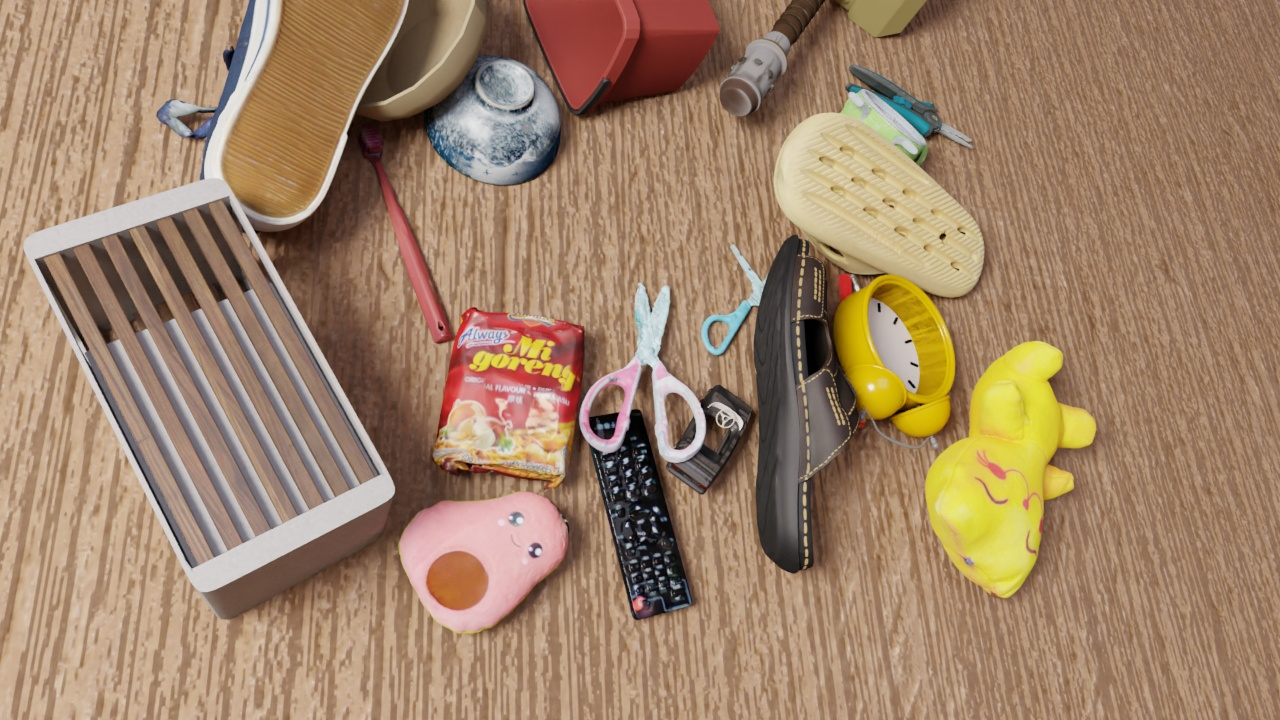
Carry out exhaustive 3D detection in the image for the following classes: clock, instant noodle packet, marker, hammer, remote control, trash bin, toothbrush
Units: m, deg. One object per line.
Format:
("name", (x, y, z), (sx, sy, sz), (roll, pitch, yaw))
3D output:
("clock", (0.225, -0.214, 0.862), (0.094, 0.043, 0.119), (45, 28, 6))
("instant noodle packet", (-0.094, 0.026, 0.670), (0.098, 0.040, 0.135), (9, 66, -8))
("marker", (0.183, -0.010, 0.795), (0.012, 0.013, 0.142), (6, 67, -17))
("hammer", (0.161, -0.343, 0.877), (0.190, 0.101, 0.323), (35, 61, -3))
("clock", (0.213, 0.000, 0.770), (0.113, 0.052, 0.151), (20, 60, -30))
("remote control", (-0.004, 0.111, 0.675), (0.047, 0.022, 0.150), (-8, 73, -23))
("trash bin", (-0.260, 0.025, 0.567), (0.114, 0.115, 0.229), (-27, 79, -27))
("toothbrush", (-0.182, -0.100, 0.703), (0.016, 0.017, 0.189), (-16, 74, -25))

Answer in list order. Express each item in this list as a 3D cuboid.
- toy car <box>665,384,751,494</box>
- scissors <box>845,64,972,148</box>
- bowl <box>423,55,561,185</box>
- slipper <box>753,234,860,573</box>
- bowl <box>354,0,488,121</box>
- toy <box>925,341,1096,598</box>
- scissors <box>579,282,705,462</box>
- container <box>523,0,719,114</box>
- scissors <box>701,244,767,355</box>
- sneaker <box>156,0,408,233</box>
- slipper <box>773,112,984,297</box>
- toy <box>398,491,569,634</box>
("toy car", (0.055, 0.058, 0.701), (0.040, 0.037, 0.092), (36, 49, -1))
("scissors", (0.265, -0.249, 0.919), (0.141, 0.019, 0.127), (-14, 68, -31))
("bowl", (-0.114, -0.206, 0.747), (0.114, 0.061, 0.114), (7, 67, -18))
("slipper", (0.130, 0.027, 0.705), (0.075, 0.113, 0.267), (4, 72, -5))
("bowl", (-0.180, -0.251, 0.720), (0.152, 0.050, 0.152), (-9, 68, 22))
("toy", (0.291, 0.081, 0.751), (0.134, 0.088, 0.193), (50, 60, -28))
("scissors", (0.019, 0.004, 0.711), (0.103, 0.016, 0.178), (15, 51, 3))
("container", (-0.049, -0.295, 0.769), (0.200, 0.127, 0.148), (-13, 72, -34))
("scissors", (0.099, -0.037, 0.780), (0.133, 0.015, 0.135), (-25, 72, -27))
("sneaker", (-0.261, -0.227, 0.675), (0.120, 0.127, 0.294), (21, 74, -34))
("slipper", (0.204, -0.130, 0.814), (0.261, 0.079, 0.111), (22, 80, -31))
("toy", (-0.101, 0.127, 0.616), (0.109, 0.051, 0.090), (-27, 80, -28))
